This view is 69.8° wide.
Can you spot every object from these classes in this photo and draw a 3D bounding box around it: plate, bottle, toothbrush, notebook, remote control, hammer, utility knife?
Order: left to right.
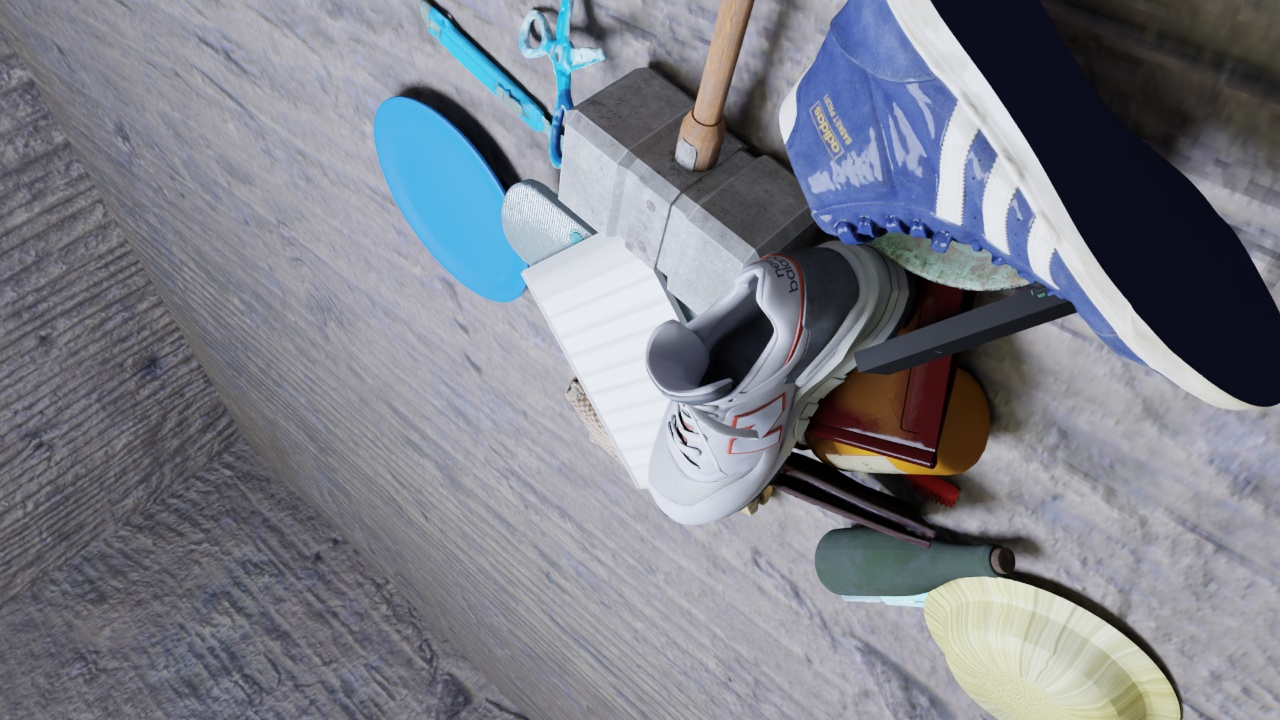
[{"bbox_3d":[-0.181,-0.158,0.904,0.224,0.024,0.225,35,148,25],"label":"plate"},{"bbox_3d":[-0.105,-0.216,0.740,0.221,0.015,0.031,43,156,11],"label":"utility knife"},{"bbox_3d":[-0.004,0.004,0.718,0.143,0.009,0.210,-17,104,49],"label":"notebook"},{"bbox_3d":[0.046,-0.169,0.506,0.163,0.082,0.318,41,151,16],"label":"hammer"},{"bbox_3d":[0.147,0.058,0.710,0.213,0.012,0.018,29,145,34],"label":"toothbrush"},{"bbox_3d":[0.152,0.042,0.625,0.157,0.067,0.068,-8,118,58],"label":"bottle"},{"bbox_3d":[0.220,0.200,0.779,0.022,0.015,0.166,46,155,-7],"label":"utility knife"},{"bbox_3d":[0.207,0.152,0.694,0.055,0.055,0.175,54,150,-8],"label":"bottle"},{"bbox_3d":[0.186,-0.021,0.484,0.150,0.034,0.013,-23,71,39],"label":"remote control"},{"bbox_3d":[0.290,0.238,0.678,0.184,0.036,0.185,30,147,22],"label":"plate"}]

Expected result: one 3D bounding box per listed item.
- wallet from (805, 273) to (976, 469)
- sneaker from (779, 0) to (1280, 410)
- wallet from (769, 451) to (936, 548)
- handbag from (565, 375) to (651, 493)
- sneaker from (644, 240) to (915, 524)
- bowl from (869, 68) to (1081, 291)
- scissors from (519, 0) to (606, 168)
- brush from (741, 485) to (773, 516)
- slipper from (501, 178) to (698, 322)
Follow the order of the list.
[{"bbox_3d":[0.148,-0.001,0.556,0.092,0.018,0.115,14,94,47],"label":"wallet"},{"bbox_3d":[0.149,-0.059,0.398,0.233,0.091,0.119,51,147,-1],"label":"sneaker"},{"bbox_3d":[0.147,0.096,0.661,0.120,0.031,0.099,22,-177,8],"label":"wallet"},{"bbox_3d":[-0.008,0.077,0.881,0.124,0.047,0.186,42,171,15],"label":"handbag"},{"bbox_3d":[0.048,0.015,0.557,0.240,0.124,0.088,-53,53,28],"label":"sneaker"},{"bbox_3d":[0.161,-0.111,0.459,0.157,0.038,0.158,35,148,25],"label":"bowl"},{"bbox_3d":[-0.056,-0.201,0.635,0.134,0.011,0.140,25,117,55],"label":"scissors"},{"bbox_3d":[0.064,0.061,0.786,0.059,0.043,0.195,18,146,49],"label":"brush"},{"bbox_3d":[-0.001,-0.058,0.719,0.269,0.054,0.098,33,132,23],"label":"slipper"}]
